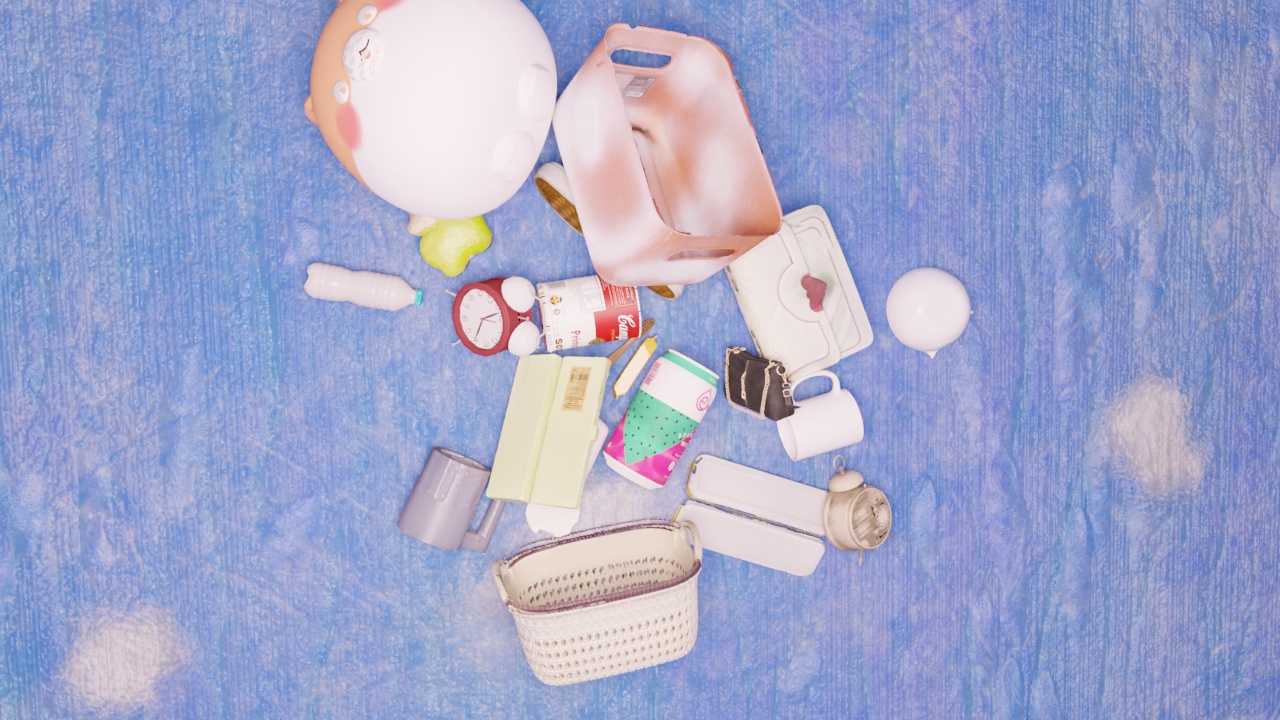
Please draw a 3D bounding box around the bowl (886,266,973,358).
[{"bbox_3d":[0.392,-0.068,1.223,0.114,0.050,0.114,-1,94,-9],"label":"bowl"}]

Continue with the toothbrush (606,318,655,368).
[{"bbox_3d":[-0.042,0.004,1.181,0.167,0.016,0.016,-44,97,-3],"label":"toothbrush"}]

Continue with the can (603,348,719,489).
[{"bbox_3d":[0.027,0.075,1.159,0.088,0.088,0.166,30,89,-9],"label":"can"}]

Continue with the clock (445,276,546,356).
[{"bbox_3d":[-0.171,-0.054,1.110,0.138,0.048,0.096,3,104,33],"label":"clock"}]

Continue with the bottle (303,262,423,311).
[{"bbox_3d":[-0.334,-0.087,1.116,0.136,0.044,0.044,10,92,-9],"label":"bottle"}]

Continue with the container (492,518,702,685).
[{"bbox_3d":[-0.044,0.290,1.122,0.251,0.184,0.143,-11,104,-9],"label":"container"}]

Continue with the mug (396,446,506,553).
[{"bbox_3d":[-0.225,0.176,1.140,0.124,0.084,0.104,25,88,-33],"label":"mug"}]

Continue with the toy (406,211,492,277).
[{"bbox_3d":[-0.243,-0.167,1.126,0.092,0.043,0.118,-43,96,-1],"label":"toy"}]

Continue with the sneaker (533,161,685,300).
[{"bbox_3d":[-0.023,-0.176,1.141,0.235,0.087,0.079,39,76,-10],"label":"sneaker"}]

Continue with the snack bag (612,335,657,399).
[{"bbox_3d":[-0.007,0.007,1.181,0.020,0.026,0.099,34,90,-3],"label":"snack bag"}]

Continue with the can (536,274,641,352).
[{"bbox_3d":[-0.065,-0.062,1.137,0.116,0.086,0.086,-10,95,-8],"label":"can"}]

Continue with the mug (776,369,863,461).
[{"bbox_3d":[0.229,0.066,1.193,0.090,0.074,0.110,-15,105,-7],"label":"mug"}]

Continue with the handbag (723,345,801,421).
[{"bbox_3d":[0.148,0.025,1.160,0.054,0.128,0.079,-18,114,-29],"label":"handbag"}]

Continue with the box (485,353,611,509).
[{"bbox_3d":[-0.111,0.082,1.104,0.030,0.139,0.187,33,65,-51],"label":"box"}]

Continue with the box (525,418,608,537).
[{"bbox_3d":[-0.099,0.141,1.145,0.084,0.094,0.165,23,80,11],"label":"box"}]

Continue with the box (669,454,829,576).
[{"bbox_3d":[0.151,0.207,1.215,0.209,0.045,0.128,18,94,-10],"label":"box"}]

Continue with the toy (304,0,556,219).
[{"bbox_3d":[-0.234,-0.296,1.011,0.281,0.265,0.263,23,96,14],"label":"toy"}]

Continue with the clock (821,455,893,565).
[{"bbox_3d":[0.283,0.189,1.205,0.092,0.055,0.141,-28,102,-33],"label":"clock"}]

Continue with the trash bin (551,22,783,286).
[{"bbox_3d":[0.022,-0.222,1.053,0.181,0.158,0.259,-6,72,-37],"label":"trash bin"}]

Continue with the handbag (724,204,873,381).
[{"bbox_3d":[0.195,-0.085,1.170,0.142,0.096,0.198,-25,99,-5],"label":"handbag"}]
